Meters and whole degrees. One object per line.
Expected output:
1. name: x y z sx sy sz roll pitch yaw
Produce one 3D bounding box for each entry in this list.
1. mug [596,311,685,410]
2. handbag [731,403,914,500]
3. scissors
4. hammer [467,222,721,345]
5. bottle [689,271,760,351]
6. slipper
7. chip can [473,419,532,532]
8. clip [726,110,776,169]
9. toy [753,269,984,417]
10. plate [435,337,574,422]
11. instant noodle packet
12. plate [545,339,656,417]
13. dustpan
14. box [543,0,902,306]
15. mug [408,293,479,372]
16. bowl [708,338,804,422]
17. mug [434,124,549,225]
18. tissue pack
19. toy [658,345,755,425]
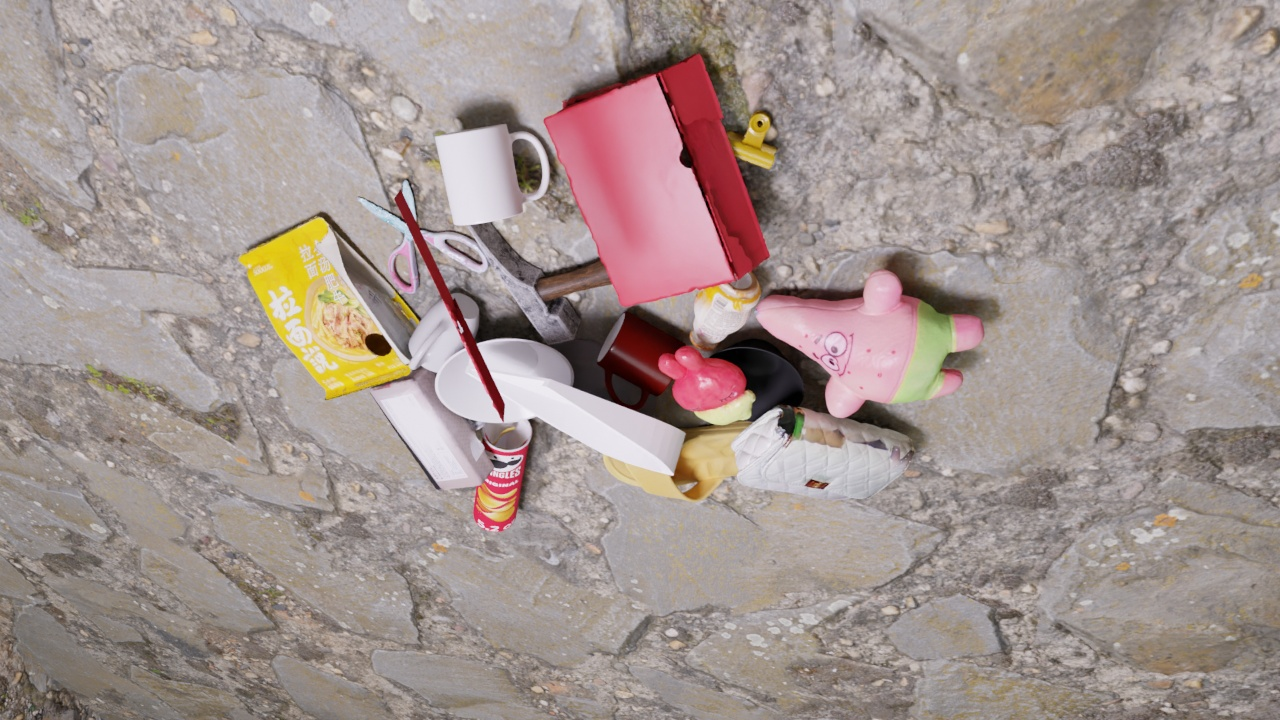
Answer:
1. mug: -0.006 0.006 1.094 0.082 0.105 0.073 29 170 -10
2. handbag: 0.217 0.118 1.107 0.194 0.072 0.139 13 143 -27
3. scissors: -0.257 -0.141 1.098 0.175 0.013 0.171 15 134 7
4. hammer: -0.035 -0.133 1.012 0.301 0.037 0.218 -12 129 28
5. bottle: 0.089 -0.057 1.024 0.063 0.063 0.109 23 136 -4
6. slipper: 0.066 0.143 1.226 0.264 0.078 0.099 -13 130 28
7. chip can: -0.206 0.168 1.352 0.069 0.069 0.221 18 137 1
8. clip: 0.110 -0.214 0.889 0.054 0.046 0.048 20 171 0
9. toy: 0.237 -0.022 0.990 0.237 0.096 0.192 17 129 12
10. plate: -0.174 0.015 1.172 0.174 0.036 0.174 -7 142 -5
11. instant noodle packet: -0.399 -0.068 1.183 0.163 0.084 0.221 -16 120 30
12. plate: -0.066 0.041 1.215 0.178 0.012 0.179 10 136 10
13. dustpan: -0.065 0.078 1.114 0.257 0.053 0.192 23 170 -36
14. box: 0.099 -0.227 0.949 0.148 0.373 0.213 13 131 58
15. mug: -0.247 -0.031 1.138 0.071 0.107 0.090 39 126 -1
16. bowl: 0.134 0.012 1.086 0.124 0.052 0.124 10 136 9
17. mug: -0.149 -0.196 0.951 0.110 0.074 0.090 -15 108 -16
18. tissue pack: -0.270 0.088 1.233 0.104 0.071 0.181 -13 115 33
19. toy: 0.076 0.029 1.049 0.092 0.045 0.135 -20 130 32
